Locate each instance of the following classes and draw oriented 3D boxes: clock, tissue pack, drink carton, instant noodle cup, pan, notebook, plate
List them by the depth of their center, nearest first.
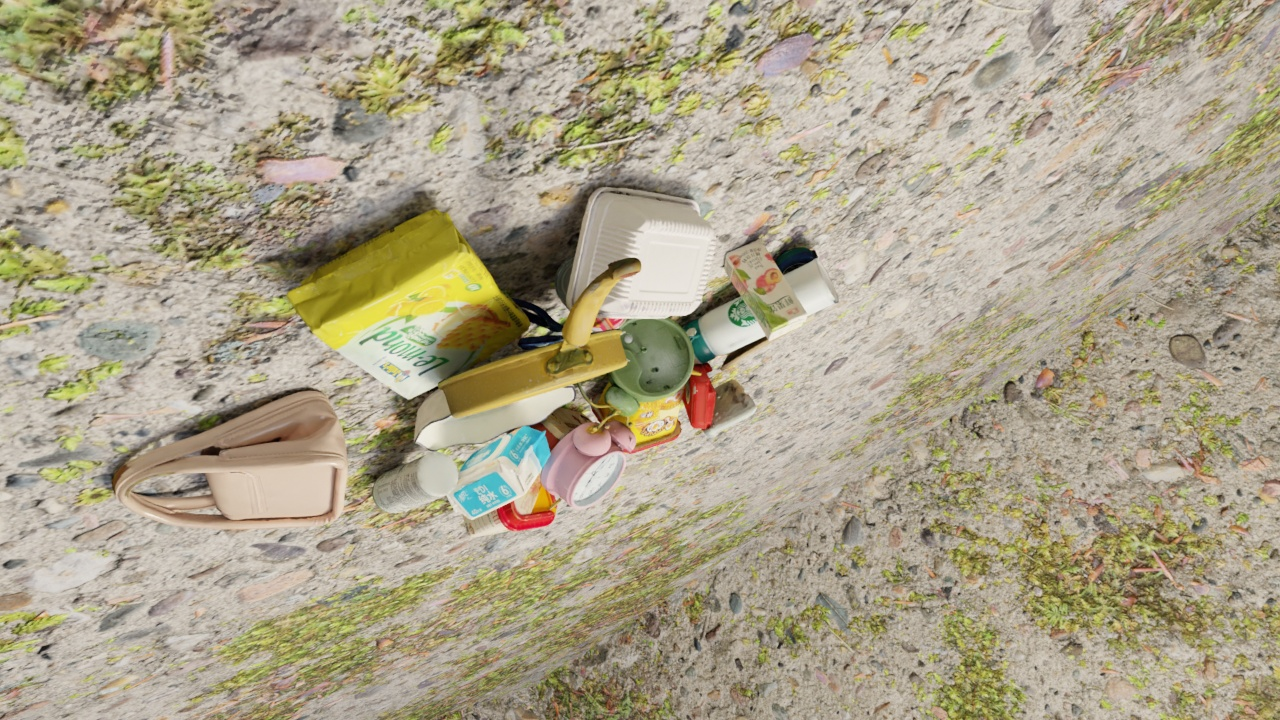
[{"bbox_3d":[-0.078,-0.017,0.884,0.197,0.078,0.358,-17,179,-29],"label":"pan"},{"bbox_3d":[0.012,-0.104,0.962,0.173,0.060,0.138,-3,112,-50],"label":"instant noodle cup"},{"bbox_3d":[-0.183,0.055,1.139,0.205,0.045,0.205,-20,166,-5],"label":"plate"},{"bbox_3d":[0.158,-0.089,1.168,0.053,0.122,0.045,-25,159,-10],"label":"drink carton"},{"bbox_3d":[-0.007,0.007,1.195,0.161,0.116,0.056,-24,168,-18],"label":"clock"},{"bbox_3d":[-0.187,0.144,1.201,0.140,0.063,0.089,-29,-162,33],"label":"tissue pack"},{"bbox_3d":[-0.065,0.132,1.249,0.117,0.060,0.159,4,119,-56],"label":"clock"},{"bbox_3d":[0.004,0.053,1.326,0.116,0.116,0.124,-14,142,-30],"label":"instant noodle cup"},{"bbox_3d":[0.189,-0.034,1.370,0.149,0.012,0.211,-31,180,10],"label":"notebook"},{"bbox_3d":[-0.212,0.218,1.431,0.124,0.116,0.116,-29,162,35],"label":"instant noodle cup"}]

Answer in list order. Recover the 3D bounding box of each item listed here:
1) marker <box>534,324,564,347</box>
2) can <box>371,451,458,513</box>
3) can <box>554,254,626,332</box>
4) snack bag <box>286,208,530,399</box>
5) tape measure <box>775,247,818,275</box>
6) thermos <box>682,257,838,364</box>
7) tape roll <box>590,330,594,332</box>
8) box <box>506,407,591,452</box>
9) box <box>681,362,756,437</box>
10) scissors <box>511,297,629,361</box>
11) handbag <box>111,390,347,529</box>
[{"bbox_3d":[-0.117,-0.019,1.135,0.146,0.017,0.017,-34,157,14],"label":"marker"},{"bbox_3d":[-0.298,0.162,1.206,0.058,0.058,0.147,-8,169,-41],"label":"can"},{"bbox_3d":[-0.051,-0.073,1.027,0.066,0.066,0.094,-30,158,3],"label":"can"},{"bbox_3d":[-0.210,-0.050,0.887,0.158,0.068,0.246,-28,159,-1],"label":"snack bag"},{"bbox_3d":[0.212,-0.134,1.259,0.058,0.025,0.055,-14,154,-7],"label":"tape measure"},{"bbox_3d":[0.155,-0.063,1.262,0.225,0.073,0.073,-26,160,20],"label":"thermos"},{"bbox_3d":[-0.046,-0.049,1.116,0.086,0.014,0.086,-40,177,-3],"label":"tape roll"},{"bbox_3d":[-0.118,0.119,1.321,0.077,0.091,0.168,-53,153,7],"label":"box"},{"bbox_3d":[0.113,0.051,1.322,0.098,0.095,0.201,1,-170,-2],"label":"box"},{"bbox_3d":[-0.090,-0.031,1.047,0.174,0.012,0.162,-5,151,41],"label":"scissors"},{"bbox_3d":[-0.443,0.126,1.002,0.233,0.093,0.194,-9,153,-23],"label":"handbag"}]
